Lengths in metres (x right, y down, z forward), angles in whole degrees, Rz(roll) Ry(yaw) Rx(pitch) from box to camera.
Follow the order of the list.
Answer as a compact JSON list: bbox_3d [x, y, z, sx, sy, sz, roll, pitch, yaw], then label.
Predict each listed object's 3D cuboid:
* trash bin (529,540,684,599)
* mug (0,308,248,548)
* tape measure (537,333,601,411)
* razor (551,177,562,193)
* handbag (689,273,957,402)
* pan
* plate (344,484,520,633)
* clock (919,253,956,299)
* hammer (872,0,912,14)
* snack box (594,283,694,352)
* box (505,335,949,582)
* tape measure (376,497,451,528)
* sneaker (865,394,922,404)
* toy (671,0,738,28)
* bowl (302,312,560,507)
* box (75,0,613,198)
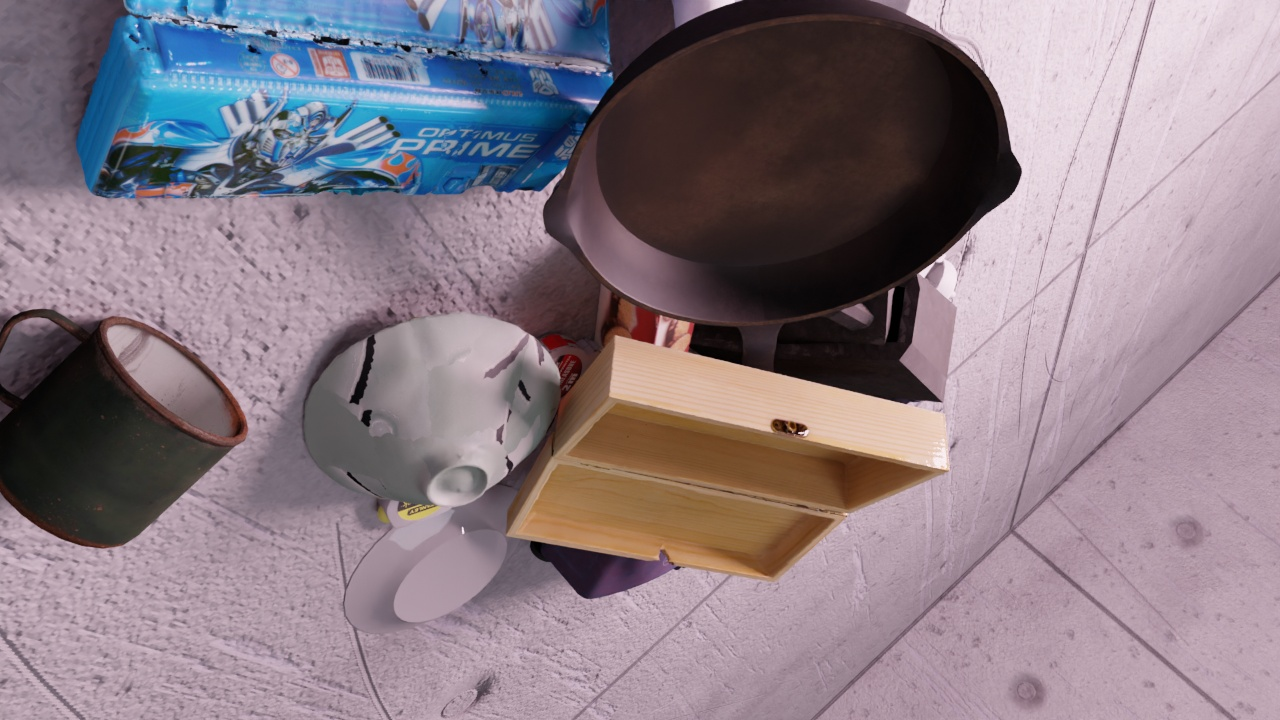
[{"bbox_3d":[-0.009,0.156,0.871,0.160,0.092,0.094,-4,130,-53],"label":"trash bin"},{"bbox_3d":[-0.261,0.028,0.439,0.081,0.085,0.111,-43,118,0],"label":"mug"},{"bbox_3d":[-0.067,0.008,0.690,0.062,0.020,0.060,8,121,-52],"label":"tape measure"},{"bbox_3d":[-0.016,-0.132,0.556,0.140,0.018,0.044,-51,159,-39],"label":"razor"},{"bbox_3d":[0.122,-0.045,0.708,0.199,0.198,0.102,25,73,-58],"label":"handbag"},{"bbox_3d":[0.074,-0.066,0.545,0.249,0.043,0.357,-4,147,0],"label":"pan"},{"bbox_3d":[-0.163,0.176,0.775,0.172,0.019,0.173,-30,146,-23],"label":"plate"},{"bbox_3d":[0.222,-0.098,0.816,0.159,0.120,0.061,10,119,-44],"label":"clock"},{"bbox_3d":[0.128,-0.149,0.633,0.316,0.036,0.126,95,14,-71],"label":"hammer"},{"bbox_3d":[-0.004,0.004,0.708,0.044,0.076,0.274,-21,142,-28],"label":"snack box"},{"bbox_3d":[0.051,0.088,0.689,0.247,0.076,0.258,14,139,-17],"label":"box"},{"bbox_3d":[-0.163,0.094,0.681,0.064,0.017,0.065,-14,137,-40],"label":"tape measure"},{"bbox_3d":[0.193,0.014,0.893,0.151,0.097,0.252,-20,174,8],"label":"sneaker"},{"bbox_3d":[0.044,-0.213,0.493,0.209,0.086,0.137,40,69,-52],"label":"toy"},{"bbox_3d":[-0.125,0.055,0.589,0.174,0.068,0.174,-15,138,-14],"label":"bowl"},{"bbox_3d":[-0.110,-0.140,0.419,0.243,0.075,0.167,-11,134,-44],"label":"box"}]
